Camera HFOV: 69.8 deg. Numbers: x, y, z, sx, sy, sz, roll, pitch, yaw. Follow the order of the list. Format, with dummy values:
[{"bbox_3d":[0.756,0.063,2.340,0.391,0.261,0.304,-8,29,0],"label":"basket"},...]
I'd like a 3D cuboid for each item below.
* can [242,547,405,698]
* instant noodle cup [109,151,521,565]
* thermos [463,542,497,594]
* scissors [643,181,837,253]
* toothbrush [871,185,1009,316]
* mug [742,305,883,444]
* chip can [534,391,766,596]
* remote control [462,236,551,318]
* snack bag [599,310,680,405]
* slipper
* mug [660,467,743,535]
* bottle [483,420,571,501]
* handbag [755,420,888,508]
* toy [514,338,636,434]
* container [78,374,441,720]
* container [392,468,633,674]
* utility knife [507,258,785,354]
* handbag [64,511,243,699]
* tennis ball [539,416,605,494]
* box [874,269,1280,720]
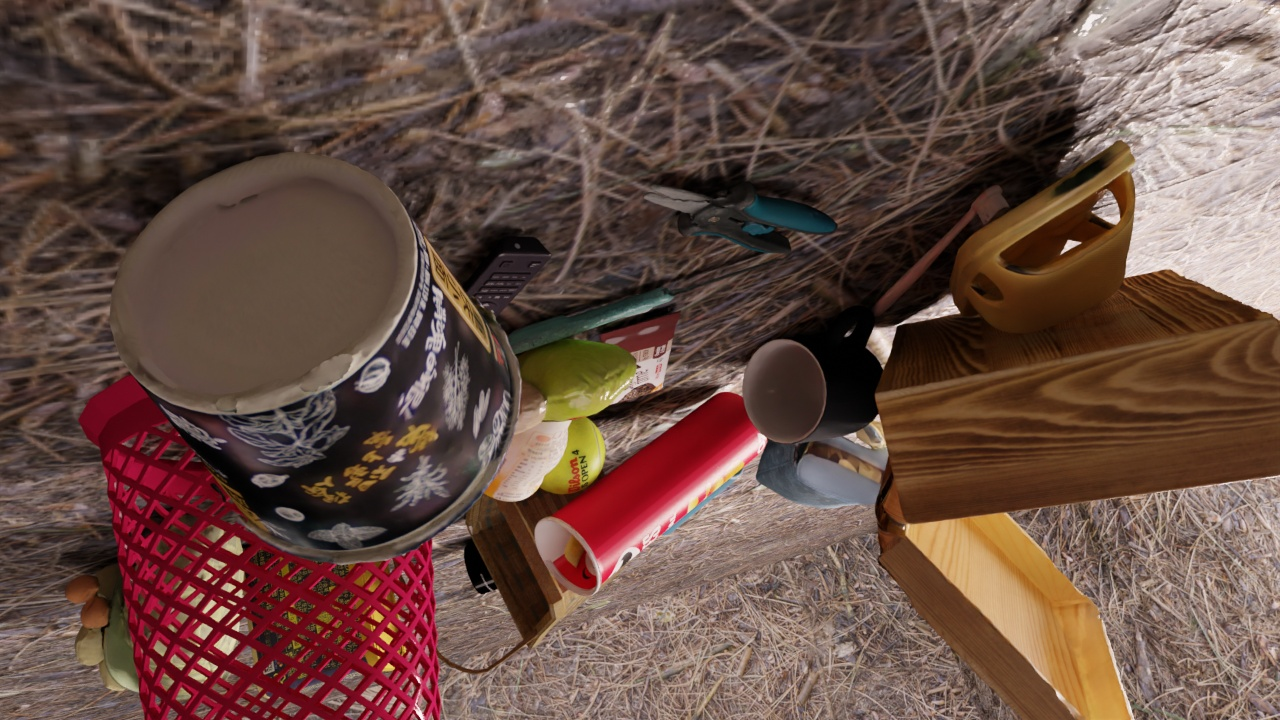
[{"bbox_3d":[-0.275,0.212,0.792,0.104,0.135,0.075,-17,162,-1],"label":"can"},{"bbox_3d":[-0.124,-0.005,0.353,0.137,0.137,0.112,-18,152,-5],"label":"instant noodle cup"},{"bbox_3d":[-0.089,0.207,1.078,0.231,0.061,0.061,-21,162,3],"label":"thermos"},{"bbox_3d":[0.059,-0.078,0.484,0.140,0.019,0.128,-10,167,-7],"label":"scissors"},{"bbox_3d":[0.211,-0.071,0.667,0.015,0.018,0.182,-15,162,-19],"label":"toothbrush"},{"bbox_3d":[0.153,0.008,0.751,0.094,0.085,0.122,-2,126,-44],"label":"mug"},{"bbox_3d":[0.016,0.104,0.767,0.219,0.069,0.069,-33,173,-38],"label":"chip can"},{"bbox_3d":[-0.093,-0.026,0.486,0.032,0.015,0.137,-4,156,-39],"label":"remote control"},{"bbox_3d":[-0.004,0.004,0.666,0.057,0.013,0.158,-15,161,-9],"label":"snack bag"},{"bbox_3d":[0.273,-0.062,0.629,0.099,0.078,0.263,-28,167,6],"label":"slipper"},{"bbox_3d":[0.049,0.127,0.982,0.078,0.078,0.122,0,148,-45],"label":"mug"},{"bbox_3d":[-0.080,0.050,0.643,0.063,0.063,0.109,-2,142,-43],"label":"bottle"},{"bbox_3d":[0.211,0.103,1.025,0.122,0.118,0.192,23,166,-2],"label":"handbag"},{"bbox_3d":[-0.063,0.017,0.553,0.115,0.046,0.092,-23,-163,-26],"label":"toy"},{"bbox_3d":[-0.183,0.131,0.480,0.183,0.225,0.183,-12,161,-5],"label":"container"},{"bbox_3d":[-0.123,0.185,0.848,0.186,0.157,0.250,-25,164,-21],"label":"container"},{"bbox_3d":[0.004,-0.038,0.556,0.179,0.016,0.022,-19,-165,-6],"label":"utility knife"},{"bbox_3d":[-0.358,0.180,0.679,0.116,0.113,0.187,4,151,-22],"label":"handbag"},{"bbox_3d":[-0.060,0.072,0.717,0.065,0.065,0.065,-18,162,-6],"label":"tennis ball"},{"bbox_3d":[0.301,0.121,0.690,0.283,0.315,0.278,-10,-171,21],"label":"box"}]
